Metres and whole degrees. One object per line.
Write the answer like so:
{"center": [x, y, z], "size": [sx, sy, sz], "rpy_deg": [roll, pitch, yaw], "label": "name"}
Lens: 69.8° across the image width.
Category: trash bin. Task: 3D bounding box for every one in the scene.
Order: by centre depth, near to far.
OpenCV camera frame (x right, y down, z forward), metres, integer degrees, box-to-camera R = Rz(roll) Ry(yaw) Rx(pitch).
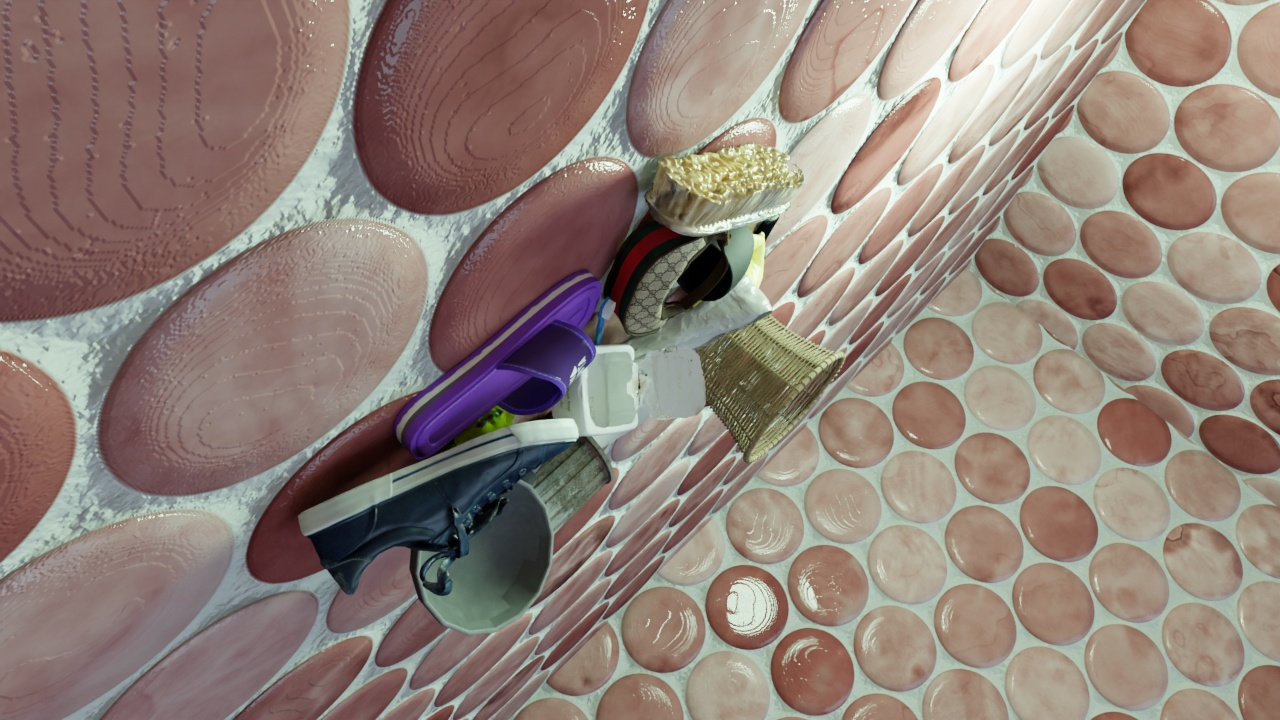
{"center": [-0.150, 0.175, 1.151], "size": [0.210, 0.131, 0.131], "rpy_deg": [-42, 162, -23], "label": "trash bin"}

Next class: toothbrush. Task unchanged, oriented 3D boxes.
{"center": [-0.044, -0.038, 1.084], "size": [0.016, 0.014, 0.167], "rpy_deg": [-59, 176, -18], "label": "toothbrush"}

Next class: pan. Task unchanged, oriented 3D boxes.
{"center": [-0.138, 0.142, 1.058], "size": [0.178, 0.041, 0.356], "rpy_deg": [48, 60, -31], "label": "pan"}

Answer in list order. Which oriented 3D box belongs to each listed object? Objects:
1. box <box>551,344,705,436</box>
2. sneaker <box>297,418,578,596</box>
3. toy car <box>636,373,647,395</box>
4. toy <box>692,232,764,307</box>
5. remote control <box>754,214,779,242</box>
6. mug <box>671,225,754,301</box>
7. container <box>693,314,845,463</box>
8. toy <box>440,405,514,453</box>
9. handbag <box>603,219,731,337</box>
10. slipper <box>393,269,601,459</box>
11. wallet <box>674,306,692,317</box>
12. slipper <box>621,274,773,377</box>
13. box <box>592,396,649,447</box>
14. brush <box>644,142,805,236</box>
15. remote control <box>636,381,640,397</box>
{"center": [-0.019, 0.032, 1.099], "size": [0.190, 0.110, 0.083], "rpy_deg": [-5, -177, -29], "label": "box"}
{"center": [-0.177, 0.148, 0.919], "size": [0.293, 0.127, 0.121], "rpy_deg": [-24, 178, -29], "label": "sneaker"}
{"center": [-0.007, 0.007, 1.243], "size": [0.100, 0.051, 0.049], "rpy_deg": [-47, -164, -10], "label": "toy car"}
{"center": [0.118, -0.110, 1.272], "size": [0.170, 0.065, 0.155], "rpy_deg": [-6, 122, -58], "label": "toy"}
{"center": [0.166, -0.157, 1.357], "size": [0.041, 0.020, 0.152], "rpy_deg": [-34, 157, -41], "label": "remote control"}
{"center": [0.086, -0.127, 1.152], "size": [0.119, 0.085, 0.100], "rpy_deg": [-23, -164, 42], "label": "mug"}
{"center": [0.175, 0.015, 1.457], "size": [0.226, 0.196, 0.227], "rpy_deg": [-42, 162, -17], "label": "container"}
{"center": [-0.182, 0.084, 1.028], "size": [0.094, 0.036, 0.094], "rpy_deg": [-29, 162, -36], "label": "toy"}
{"center": [0.037, -0.100, 1.046], "size": [0.138, 0.063, 0.167], "rpy_deg": [-13, 146, -32], "label": "handbag"}
{"center": [-0.121, 0.023, 0.952], "size": [0.265, 0.084, 0.107], "rpy_deg": [-40, 162, -23], "label": "slipper"}
{"center": [0.044, -0.037, 1.321], "size": [0.116, 0.032, 0.086], "rpy_deg": [-56, 172, 21], "label": "wallet"}
{"center": [0.048, -0.038, 1.177], "size": [0.246, 0.074, 0.112], "rpy_deg": [-26, 157, -6], "label": "slipper"}
{"center": [-0.050, 0.098, 1.391], "size": [0.208, 0.033, 0.064], "rpy_deg": [-29, 154, -48], "label": "box"}
{"center": [0.098, -0.190, 1.008], "size": [0.270, 0.083, 0.057], "rpy_deg": [-24, 152, -52], "label": "brush"}
{"center": [-0.048, 0.062, 1.281], "size": [0.138, 0.025, 0.060], "rpy_deg": [-31, 168, -18], "label": "remote control"}
